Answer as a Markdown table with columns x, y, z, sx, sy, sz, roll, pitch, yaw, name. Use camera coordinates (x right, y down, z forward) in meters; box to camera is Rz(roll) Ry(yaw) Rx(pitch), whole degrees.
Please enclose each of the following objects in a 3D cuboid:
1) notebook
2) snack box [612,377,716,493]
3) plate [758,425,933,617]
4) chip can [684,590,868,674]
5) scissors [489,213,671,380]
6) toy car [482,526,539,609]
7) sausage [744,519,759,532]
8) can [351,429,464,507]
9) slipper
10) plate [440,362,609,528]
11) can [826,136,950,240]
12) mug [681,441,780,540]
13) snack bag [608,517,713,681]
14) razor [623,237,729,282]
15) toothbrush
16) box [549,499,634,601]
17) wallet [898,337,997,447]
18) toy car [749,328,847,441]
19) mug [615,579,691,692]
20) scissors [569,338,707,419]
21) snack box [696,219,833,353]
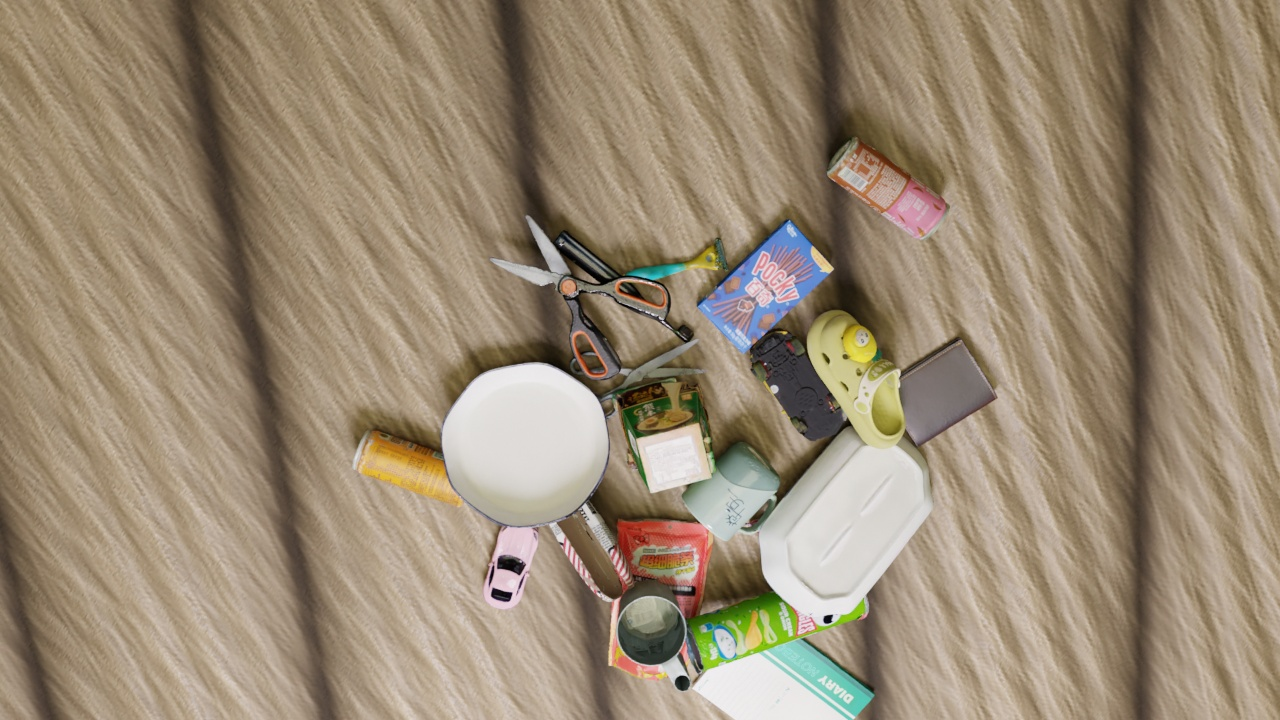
| x | y | z | sx | sy | sz | roll | pitch | yaw | name |
| --- | --- | --- | --- | --- | --- | --- | --- | --- | --- |
| 0.197 | 0.454 | 1.265 | 0.209 | 0.012 | 0.150 | 38 | 97 | -8 | notebook |
| 0.033 | 0.098 | 1.132 | 0.117 | 0.105 | 0.118 | -15 | 112 | 1 | snack box |
| 0.268 | 0.201 | 1.163 | 0.162 | 0.034 | 0.265 | 44 | 79 | -1 | plate |
| 0.173 | 0.333 | 1.184 | 0.236 | 0.072 | 0.072 | -15 | 101 | -11 | chip can |
| -0.066 | -0.081 | 1.126 | 0.224 | 0.021 | 0.221 | -11 | 104 | 4 | scissors |
| -0.171 | 0.270 | 1.206 | 0.056 | 0.037 | 0.122 | 16 | 99 | -6 | toy car |
| 0.213 | 0.233 | 1.217 | 0.156 | 0.020 | 0.020 | 15 | 100 | -4 | sausage |
| -0.286 | 0.137 | 1.165 | 0.146 | 0.058 | 0.058 | 20 | 100 | -5 | can |
| 0.284 | 0.019 | 1.132 | 0.091 | 0.082 | 0.190 | -34 | 98 | -35 | slipper |
| -0.141 | 0.105 | 1.136 | 0.205 | 0.046 | 0.204 | 1 | 77 | -3 | plate |
| 0.300 | -0.208 | 1.114 | 0.147 | 0.058 | 0.058 | 33 | 98 | -8 | can |
| 0.128 | 0.172 | 1.174 | 0.111 | 0.082 | 0.106 | 41 | 97 | -21 | mug |
| 0.022 | 0.311 | 1.208 | 0.128 | 0.073 | 0.208 | 6 | 96 | -1 | snack bag |
| 0.042 | -0.116 | 1.139 | 0.132 | 0.028 | 0.043 | -14 | 87 | -4 | razor |
| -0.018 | -0.088 | 1.145 | 0.212 | 0.026 | 0.027 | 37 | 77 | -11 | toothbrush |
| -0.055 | 0.219 | 1.161 | 0.079 | 0.074 | 0.163 | -42 | 69 | 16 | box |
| 0.385 | 0.042 | 1.185 | 0.122 | 0.020 | 0.096 | -33 | 95 | 6 | wallet |
| 0.198 | 0.033 | 1.166 | 0.071 | 0.041 | 0.156 | -35 | 97 | 5 | toy car |
| 0.021 | 0.337 | 1.131 | 0.083 | 0.103 | 0.124 | -30 | 90 | -2 | mug |
| -0.009 | 0.019 | 1.168 | 0.159 | 0.014 | 0.172 | 28 | 101 | -4 | scissors |
| 0.155 | -0.092 | 1.148 | 0.157 | 0.026 | 0.084 | -44 | 98 | 7 | snack box |
